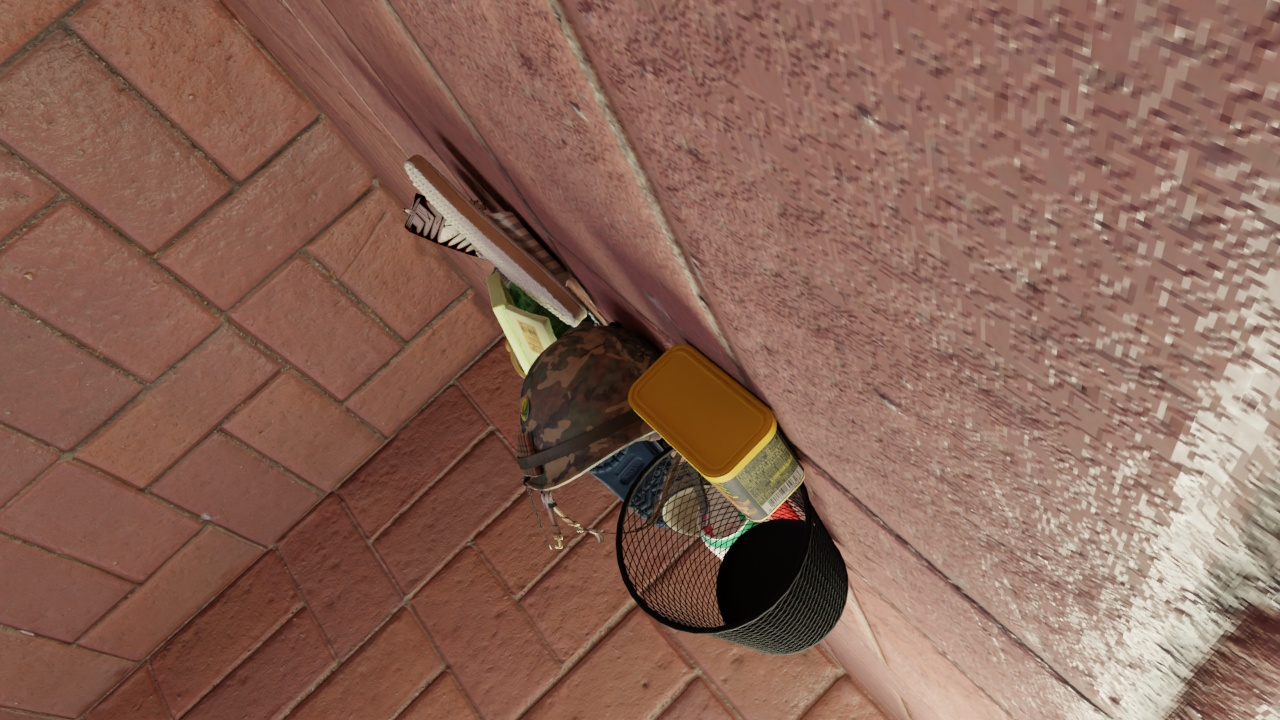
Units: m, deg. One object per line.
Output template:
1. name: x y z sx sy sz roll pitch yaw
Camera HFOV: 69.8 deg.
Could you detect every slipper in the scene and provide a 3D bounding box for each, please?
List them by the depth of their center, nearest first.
1. slipper: -0.163 -0.144 1.067 0.272 0.054 0.114 42 173 -4
2. slipper: -0.021 0.126 1.278 0.253 0.105 0.095 50 -164 12

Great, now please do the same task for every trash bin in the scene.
1. trash bin: 0.105 0.192 0.891 0.184 0.184 0.210 42 178 38

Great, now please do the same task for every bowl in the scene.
1. bowl: 0.081 0.165 1.148 0.115 0.116 0.059 52 -155 -40

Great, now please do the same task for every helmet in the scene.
1. helmet: -0.034 0.087 0.972 0.236 0.192 0.225 63 146 14

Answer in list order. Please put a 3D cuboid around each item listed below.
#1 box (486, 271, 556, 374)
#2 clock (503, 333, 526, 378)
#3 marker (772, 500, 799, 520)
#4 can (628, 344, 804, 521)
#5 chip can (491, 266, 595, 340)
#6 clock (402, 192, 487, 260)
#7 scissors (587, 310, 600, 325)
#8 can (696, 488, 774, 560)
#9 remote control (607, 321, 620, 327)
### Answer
1. box: -0.135 -0.011 1.162 0.140 0.048 0.188 39 159 38
2. clock: -0.165 -0.024 1.559 0.159 0.117 0.081 51 178 11
3. marker: 0.189 0.206 1.066 0.024 0.021 0.145 -6 134 43
4. can: 0.066 0.063 0.774 0.131 0.072 0.101 41 174 41
5. chip can: -0.122 -0.059 1.236 0.223 0.075 0.075 42 172 35
6. clock: -0.217 -0.171 1.168 0.154 0.065 0.114 21 -173 -4
7. scissors: -0.003 0.012 1.098 0.168 0.014 0.170 51 180 44
8. can: 0.140 0.218 1.096 0.166 0.088 0.088 46 176 -38
9. remote control: 0.016 0.014 1.052 0.150 0.013 0.034 48 178 -9
